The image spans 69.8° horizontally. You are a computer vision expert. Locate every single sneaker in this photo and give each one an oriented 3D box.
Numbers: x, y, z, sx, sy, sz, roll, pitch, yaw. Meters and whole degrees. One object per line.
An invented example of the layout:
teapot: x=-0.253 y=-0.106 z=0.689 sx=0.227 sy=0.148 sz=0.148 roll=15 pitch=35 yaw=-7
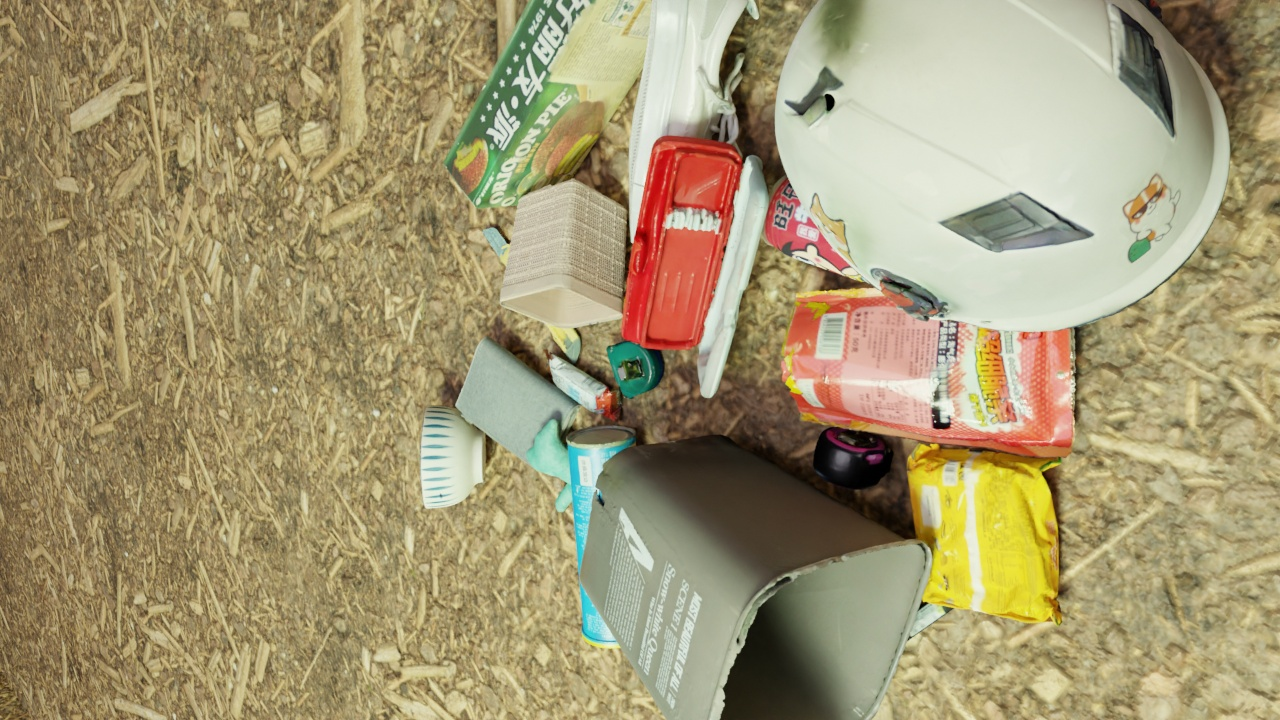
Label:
sneaker: x=0.041 y=-0.203 z=0.772 sx=0.089 sy=0.090 sz=0.243 roll=-92 pitch=9 yaw=-49

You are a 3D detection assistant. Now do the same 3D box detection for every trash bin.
trash bin: x=0.073 y=0.181 z=0.742 sx=0.220 sy=0.198 sz=0.199 roll=37 pitch=122 yaw=46

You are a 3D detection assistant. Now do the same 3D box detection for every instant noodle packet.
instant noodle packet: x=0.258 y=0.126 z=0.687 sx=0.111 sy=0.044 sz=0.128 roll=1 pitch=101 yaw=38

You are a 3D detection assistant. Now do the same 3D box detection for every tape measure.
tape measure: x=-0.005 y=0.005 z=0.886 sx=0.055 sy=0.025 sz=0.058 roll=-22 pitch=87 yaw=41
tape measure: x=0.170 y=0.076 z=0.739 sx=0.057 sy=0.057 sz=0.039 roll=24 pitch=114 yaw=36

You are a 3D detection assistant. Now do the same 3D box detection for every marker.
marker: x=0.220 y=0.222 z=0.761 sx=0.018 sy=0.015 sz=0.124 roll=52 pitch=124 yaw=17

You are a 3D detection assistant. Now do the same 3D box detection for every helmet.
helmet: x=0.190 y=-0.151 z=0.547 sx=0.230 sy=0.156 sz=0.274 roll=-53 pitch=51 yaw=11

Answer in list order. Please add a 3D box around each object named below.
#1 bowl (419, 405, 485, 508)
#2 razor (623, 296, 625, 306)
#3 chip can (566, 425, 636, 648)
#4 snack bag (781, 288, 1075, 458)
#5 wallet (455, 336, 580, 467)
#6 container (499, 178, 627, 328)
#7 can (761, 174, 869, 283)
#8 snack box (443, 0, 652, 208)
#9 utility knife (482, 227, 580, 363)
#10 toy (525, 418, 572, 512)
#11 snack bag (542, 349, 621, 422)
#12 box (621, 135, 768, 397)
bowl: x=-0.210 y=0.108 z=1.038 sx=0.066 sy=0.116 sz=0.116 roll=0 pitch=104 yaw=-6
razor: x=-0.042 y=-0.050 z=0.900 sx=0.133 sy=0.028 sz=0.043 roll=-4 pitch=123 yaw=36
chip can: x=-0.031 y=0.174 z=0.916 sx=0.071 sy=0.071 sz=0.210 roll=5 pitch=103 yaw=39
snack bag: x=0.212 y=0.002 z=0.687 sx=0.208 sy=0.073 sz=0.128 roll=2 pitch=100 yaw=34
wallet: x=-0.134 y=0.050 z=0.992 sx=0.130 sy=0.036 sz=0.107 roll=35 pitch=122 yaw=14
container: x=-0.068 y=-0.099 z=0.854 sx=0.090 sy=0.089 sz=0.110 roll=-9 pitch=70 yaw=41
can: x=0.148 y=-0.104 z=0.708 sx=0.094 sy=0.066 sz=0.067 roll=26 pitch=115 yaw=33
snack box: x=-0.074 y=-0.244 z=0.825 sx=0.063 sy=0.114 sz=0.241 roll=52 pitch=128 yaw=17
utility knife: x=-0.113 y=-0.075 z=0.966 sx=0.031 sy=0.019 sz=0.182 roll=-46 pitch=66 yaw=30
toy: x=-0.079 y=0.116 z=0.957 sx=0.092 sy=0.030 sz=0.097 roll=35 pitch=122 yaw=-2
snack bag: x=-0.062 y=0.026 z=0.934 sx=0.105 sy=0.026 sz=0.045 roll=31 pitch=149 yaw=29
box: x=0.039 y=-0.073 z=0.755 sx=0.094 sy=0.100 sz=0.201 roll=6 pitch=127 yaw=-6
